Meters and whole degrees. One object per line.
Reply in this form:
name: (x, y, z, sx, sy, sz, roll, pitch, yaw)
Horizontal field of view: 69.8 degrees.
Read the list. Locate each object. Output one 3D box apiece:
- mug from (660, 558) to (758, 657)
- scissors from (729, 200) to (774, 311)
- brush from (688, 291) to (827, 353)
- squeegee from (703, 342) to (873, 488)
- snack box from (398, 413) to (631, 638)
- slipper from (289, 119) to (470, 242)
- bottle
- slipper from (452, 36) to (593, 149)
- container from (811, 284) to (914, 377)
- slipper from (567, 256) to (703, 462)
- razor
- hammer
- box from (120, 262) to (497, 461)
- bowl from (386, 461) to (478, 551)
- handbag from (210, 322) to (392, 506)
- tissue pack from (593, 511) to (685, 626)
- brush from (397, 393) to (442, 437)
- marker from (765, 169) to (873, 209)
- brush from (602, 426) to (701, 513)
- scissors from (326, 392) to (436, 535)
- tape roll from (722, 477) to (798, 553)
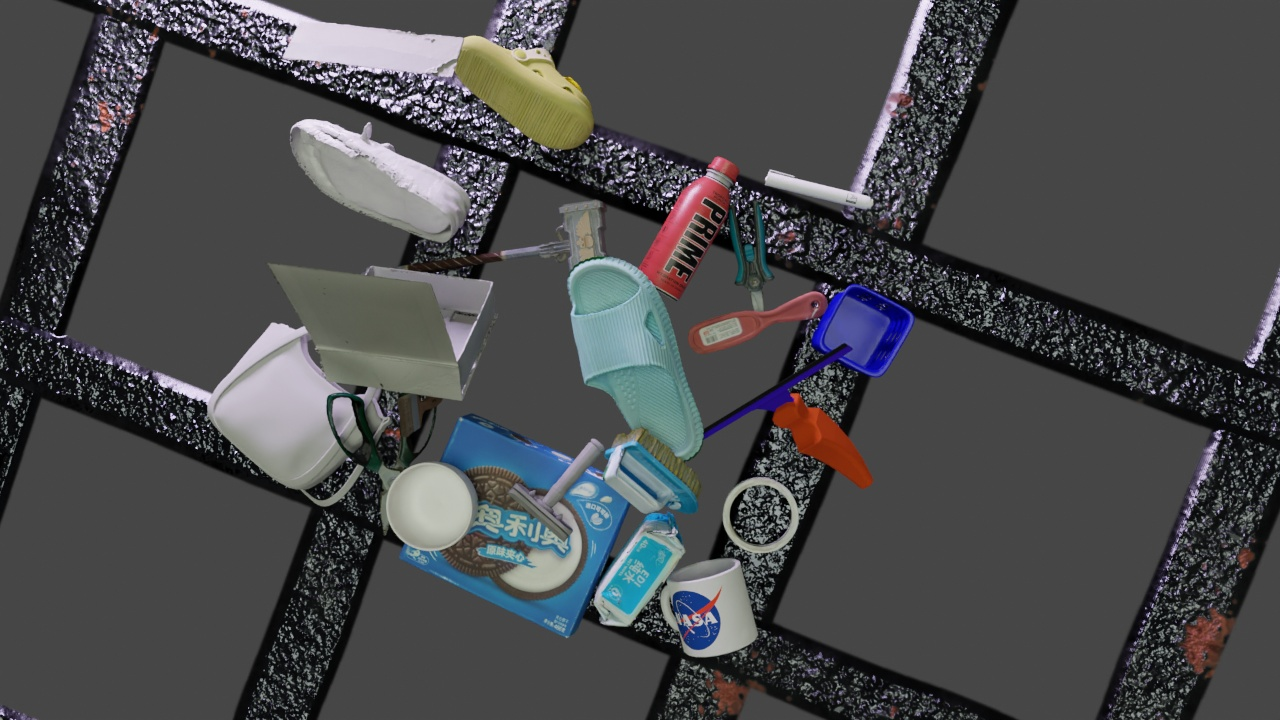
mug: (0.075, 0.298, 1.110, 0.122, 0.090, 0.090, -14, 90, 40)
scissors: (0.130, -0.122, 1.125, 0.139, 0.019, 0.129, 37, 100, 1)
brush: (0.141, -0.049, 1.115, 0.172, 0.030, 0.041, -17, 101, 8)
squeegee: (0.210, 0.089, 1.093, 0.185, 0.055, 0.250, 42, 130, -14)
snack box: (-0.151, 0.201, 1.138, 0.239, 0.056, 0.195, 24, 92, 5)
slipper: (-0.324, -0.231, 1.138, 0.247, 0.074, 0.112, 26, 124, 6)
bottle: (0.062, -0.161, 1.109, 0.062, 0.062, 0.176, 30, 94, 4)
slipper: (-0.136, -0.336, 1.122, 0.190, 0.092, 0.081, 32, 54, -5)
container: (0.253, -0.033, 1.068, 0.084, 0.113, 0.085, 29, 93, 4)
slipper: (-0.006, 0.006, 1.090, 0.116, 0.069, 0.276, -19, 101, 20)
razor: (-0.086, 0.142, 1.086, 0.088, 0.047, 0.116, 40, 85, 4)
hammer: (-0.197, -0.127, 1.146, 0.322, 0.044, 0.098, -7, 90, 8)
box: (-0.285, -0.021, 0.923, 0.167, 0.506, 0.148, 7, 96, 4)
bowl: (-0.243, 0.171, 1.091, 0.105, 0.054, 0.105, 0, 87, 8)
handbag: (-0.403, 0.045, 1.161, 0.216, 0.096, 0.222, 42, 82, 1)
tissue pack: (0.002, 0.250, 1.107, 0.061, 0.093, 0.144, 35, 94, 1)
brush: (-0.261, 0.053, 1.101, 0.008, 0.143, 0.045, -4, 99, 6)
marker: (0.218, -0.207, 1.116, 0.133, 0.017, 0.020, 15, 94, 5)
brush: (0.018, 0.147, 1.094, 0.136, 0.075, 0.056, 42, 138, -24)
scissors: (-0.296, 0.115, 1.152, 0.154, 0.015, 0.209, -27, 106, -27)
tape roll: (0.148, 0.191, 1.132, 0.093, 0.013, 0.093, 0, 91, 6)
